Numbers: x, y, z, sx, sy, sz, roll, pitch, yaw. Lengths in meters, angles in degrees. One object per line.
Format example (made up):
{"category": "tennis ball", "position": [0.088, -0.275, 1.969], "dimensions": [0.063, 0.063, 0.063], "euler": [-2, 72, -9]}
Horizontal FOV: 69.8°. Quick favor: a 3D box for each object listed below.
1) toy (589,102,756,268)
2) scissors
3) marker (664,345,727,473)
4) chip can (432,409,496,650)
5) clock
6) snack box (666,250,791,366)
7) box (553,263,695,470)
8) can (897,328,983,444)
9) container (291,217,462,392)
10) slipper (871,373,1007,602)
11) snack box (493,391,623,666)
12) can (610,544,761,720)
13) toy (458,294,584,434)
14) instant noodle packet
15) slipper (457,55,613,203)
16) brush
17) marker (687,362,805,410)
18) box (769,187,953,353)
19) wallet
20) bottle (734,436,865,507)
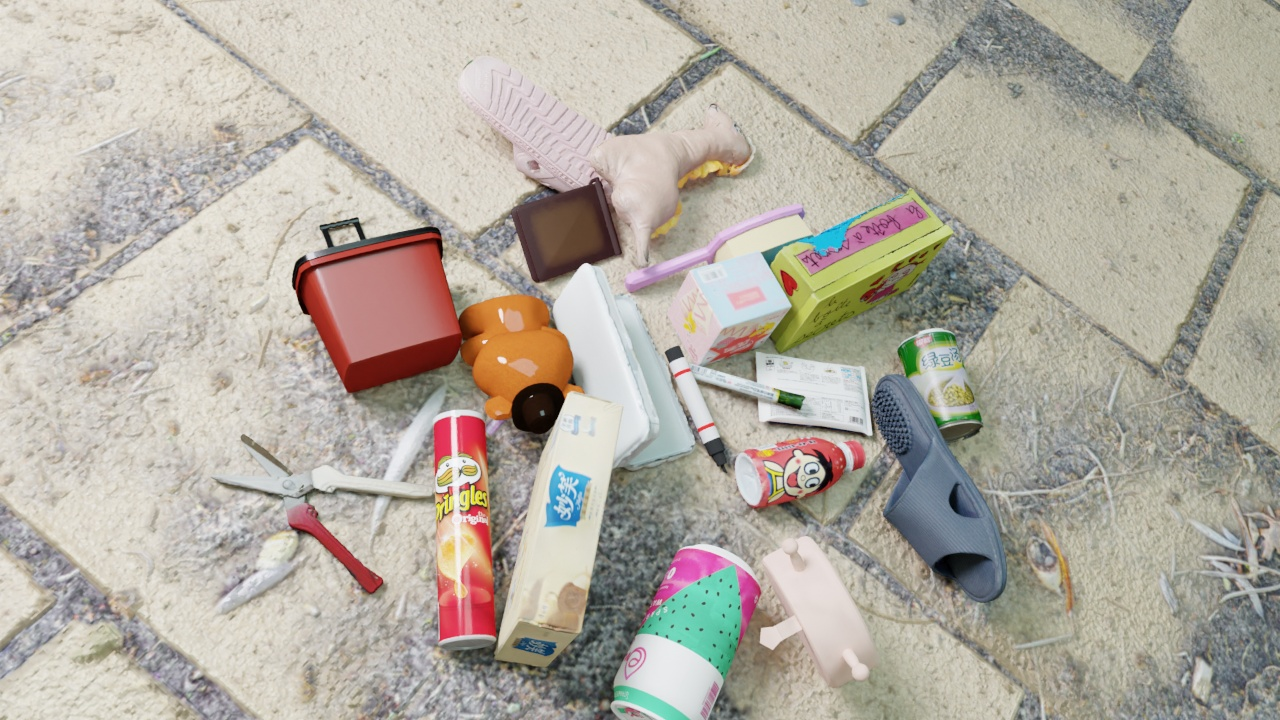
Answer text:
{"category": "toy", "position": [0.055, -0.217, 1.102], "dimensions": [0.263, 0.065, 0.196], "euler": [-16, 84, -41]}
{"category": "scissors", "position": [-0.286, 0.132, 0.851], "dimensions": [0.179, 0.015, 0.196], "euler": [-20, 69, -23]}
{"category": "marker", "position": [0.062, 0.053, 0.982], "dimensions": [0.019, 0.019, 0.145], "euler": [-18, 78, -24]}
{"category": "chip can", "position": [-0.165, 0.154, 0.852], "dimensions": [0.051, 0.052, 0.214], "euler": [0, 63, -16]}
{"category": "clock", "position": [0.155, 0.236, 0.847], "dimensions": [0.086, 0.160, 0.131], "euler": [-30, 72, 4]}
{"category": "snack box", "position": [0.096, -0.055, 1.015], "dimensions": [0.092, 0.095, 0.079], "euler": [-18, 69, -25]}
{"category": "box", "position": [-0.017, 0.000, 0.947], "dimensions": [0.129, 0.106, 0.211], "euler": [-14, 68, -26]}
{"category": "can", "position": [0.344, 0.030, 1.057], "dimensions": [0.067, 0.067, 0.120], "euler": [-1, 63, -17]}
{"category": "container", "position": [-0.269, -0.084, 0.914], "dimensions": [0.147, 0.127, 0.200], "euler": [-18, 75, -24]}
{"category": "slipper", "position": [0.290, 0.137, 0.973], "dimensions": [0.082, 0.101, 0.263], "euler": [-12, 60, -13]}
{"category": "snack box", "position": [-0.073, 0.154, 0.818], "dimensions": [0.055, 0.154, 0.207], "euler": [15, 60, -9]}
{"category": "can", "position": [0.043, 0.255, 0.835], "dimensions": [0.088, 0.088, 0.165], "euler": [30, 58, 1]}
{"category": "toy", "position": [-0.121, -0.001, 0.925], "dimensions": [0.112, 0.096, 0.176], "euler": [-6, 36, -19]}
{"category": "instant noodle packet", "position": [0.195, 0.037, 1.034], "dimensions": [0.134, 0.026, 0.087], "euler": [8, 61, -12]}
{"category": "slipper", "position": [-0.114, -0.258, 1.080], "dimensions": [0.239, 0.065, 0.094], "euler": [34, 55, -16]}
{"category": "brush", "position": [0.093, -0.115, 1.059], "dimensions": [0.228, 0.089, 0.043], "euler": [-22, 75, -12]}
{"category": "marker", "position": [0.107, 0.026, 1.003], "dimensions": [0.146, 0.017, 0.017], "euler": [16, 58, 7]}
{"category": "box", "position": [0.242, -0.104, 1.069], "dimensions": [0.220, 0.125, 0.083], "euler": [-28, 71, -28]}
{"category": "wallet", "position": [-0.082, -0.148, 1.035], "dimensions": [0.115, 0.018, 0.091], "euler": [-23, 104, -28]}
{"category": "bottle", "position": [0.172, 0.112, 0.966], "dimensions": [0.137, 0.062, 0.062], "euler": [-10, 66, -20]}
